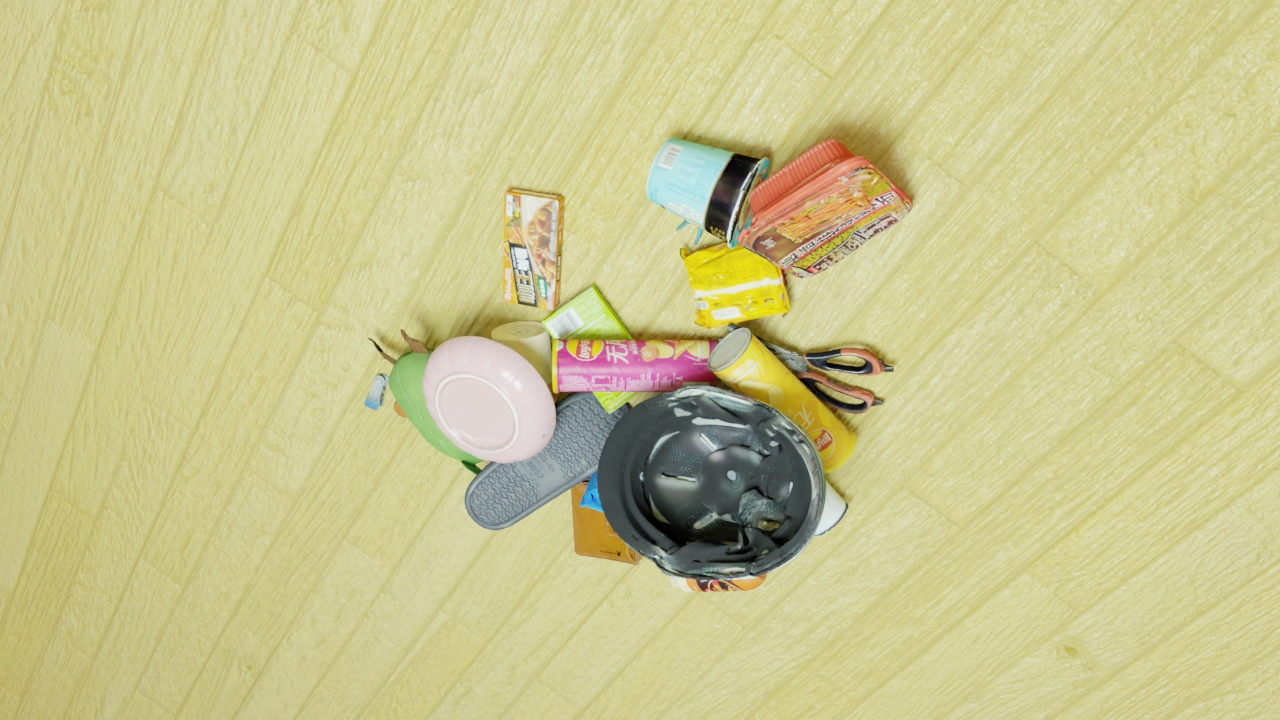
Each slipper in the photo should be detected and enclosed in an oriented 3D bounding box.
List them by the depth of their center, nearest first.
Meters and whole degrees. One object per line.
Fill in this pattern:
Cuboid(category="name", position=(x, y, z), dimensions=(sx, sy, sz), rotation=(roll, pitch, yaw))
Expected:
Cuboid(category="slipper", position=(-0.131, 0.132, 1.297), dimensions=(0.268, 0.083, 0.110), rotation=(-37, 99, 1))

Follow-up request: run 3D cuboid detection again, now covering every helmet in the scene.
Cuboid(category="helmet", position=(0.102, 0.149, 1.116), dimensions=(0.275, 0.156, 0.230), rotation=(2, 83, 28))

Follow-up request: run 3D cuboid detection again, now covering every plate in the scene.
Cuboid(category="plate", position=(-0.204, 0.060, 1.190), dimensions=(0.192, 0.038, 0.193), rotation=(11, 124, 17))

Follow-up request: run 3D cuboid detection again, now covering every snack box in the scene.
Cuboid(category="snack box", position=(-0.142, -0.146, 1.210), dimensions=(0.075, 0.026, 0.154), rotation=(11, 117, 12))
Cuboid(category="snack box", position=(-0.052, -0.015, 1.231), dimensions=(0.086, 0.026, 0.156), rotation=(-35, 101, 8))

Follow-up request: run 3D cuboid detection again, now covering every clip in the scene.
Cuboid(category="clip", position=(0.071, -0.173, 1.143), dimensions=(0.033, 0.013, 0.054), rotation=(36, 118, -3))
Cuboid(category="clip", position=(-0.394, 0.045, 1.378), dimensions=(0.026, 0.042, 0.058), rotation=(27, 116, 5))

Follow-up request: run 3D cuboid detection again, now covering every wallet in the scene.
Cuboid(category="wallet", position=(-0.044, 0.238, 1.358), dimensions=(0.119, 0.035, 0.131), rotation=(8, 117, 19))

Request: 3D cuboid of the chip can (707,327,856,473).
Cuboid(category="chip can", position=(0.180, 0.052, 1.156), dimensions=(0.072, 0.071, 0.213), rotation=(-36, 113, 27))

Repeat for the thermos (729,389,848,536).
Cuboid(category="thermos", position=(0.178, 0.133, 1.224), dimensions=(0.073, 0.073, 0.224), rotation=(-39, 99, 27))

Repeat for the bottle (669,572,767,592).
Cuboid(category="bottle", position=(0.107, 0.308, 1.330), dimensions=(0.150, 0.066, 0.067), rotation=(-20, 107, 31))

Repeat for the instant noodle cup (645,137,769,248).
Cuboid(category="instant noodle cup", position=(0.075, -0.205, 1.082), dimensions=(0.120, 0.111, 0.111), rotation=(24, 119, 14))

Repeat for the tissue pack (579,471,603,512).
Cuboid(category="tissue pack", position=(-0.005, 0.162, 1.275), dimensions=(0.157, 0.094, 0.052), rotation=(-17, 114, 23))

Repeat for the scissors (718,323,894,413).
Cuboid(category="scissors", position=(0.212, 0.000, 1.158), dimensions=(0.206, 0.015, 0.202), rotation=(-18, 121, 29))

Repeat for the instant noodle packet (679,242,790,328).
Cuboid(category="instant noodle packet", position=(0.118, -0.099, 1.146), dimensions=(0.129, 0.044, 0.111), rotation=(-7, 113, 22))

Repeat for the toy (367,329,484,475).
Cuboid(category="toy", position=(-0.289, 0.055, 1.310), dimensions=(0.228, 0.089, 0.247), rotation=(-8, 120, 43))

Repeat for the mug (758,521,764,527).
Cuboid(category="mug", position=(0.113, 0.194, 1.249), dimensions=(0.124, 0.103, 0.084), rotation=(18, 118, 7))

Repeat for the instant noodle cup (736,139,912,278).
Cuboid(category="instant noodle cup", position=(0.201, -0.174, 1.033), dimensions=(0.165, 0.188, 0.079), rotation=(-32, 66, 25))

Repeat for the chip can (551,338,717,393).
Cuboid(category="chip can", position=(-0.007, 0.007, 1.186), dimensions=(0.210, 0.071, 0.071), rotation=(0, 115, -2))

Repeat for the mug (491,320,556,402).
Cuboid(category="mug", position=(-0.161, 0.013, 1.240), dimensions=(0.082, 0.114, 0.106), rotation=(-1, 111, 5))
